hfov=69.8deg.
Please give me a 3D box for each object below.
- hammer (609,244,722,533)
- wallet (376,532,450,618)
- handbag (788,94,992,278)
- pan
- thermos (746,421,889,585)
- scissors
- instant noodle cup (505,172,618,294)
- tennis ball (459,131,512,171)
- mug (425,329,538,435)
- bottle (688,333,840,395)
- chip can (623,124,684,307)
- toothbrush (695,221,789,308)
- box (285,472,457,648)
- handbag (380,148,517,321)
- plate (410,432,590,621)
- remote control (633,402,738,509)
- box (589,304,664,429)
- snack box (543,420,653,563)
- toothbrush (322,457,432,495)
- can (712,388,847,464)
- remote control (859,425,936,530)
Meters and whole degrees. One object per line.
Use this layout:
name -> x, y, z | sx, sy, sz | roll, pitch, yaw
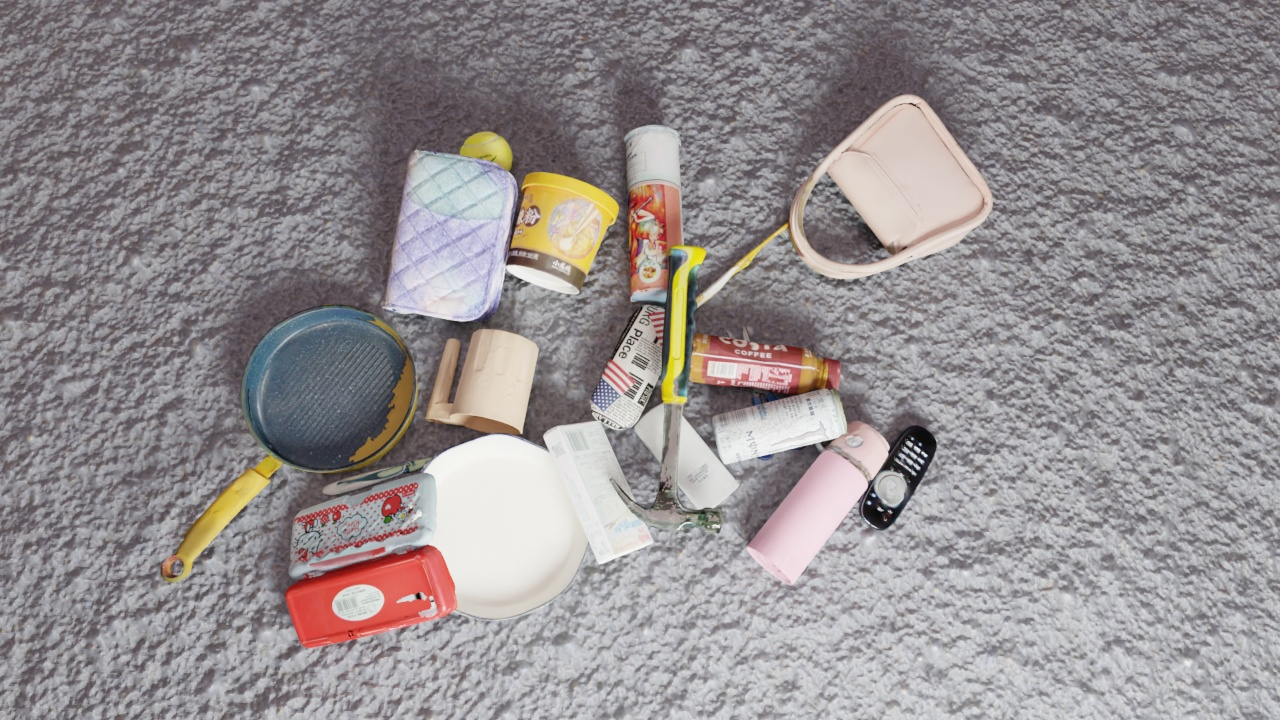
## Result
hammer -> 0.036, 0.027, 1.031 | 0.126, 0.032, 0.323 | 4, 80, 2
wallet -> -0.254, 0.223, 1.028 | 0.096, 0.020, 0.122 | 6, 73, -7
handbag -> 0.294, -0.197, 1.144 | 0.234, 0.093, 0.193 | -33, 79, -6
pan -> -0.397, 0.093, 1.025 | 0.198, 0.078, 0.356 | 32, 75, 6
thermos -> 0.199, 0.154, 1.052 | 0.087, 0.067, 0.198 | 30, 73, 35
scissors -> 0.155, 0.036, 1.106 | 0.133, 0.012, 0.172 | 11, 73, 2
instant noodle cup -> -0.099, -0.148, 1.094 | 0.118, 0.118, 0.114 | 18, 83, 2
tennis ball -> -0.192, -0.250, 1.139 | 0.065, 0.065, 0.065 | 1, 74, -3
mug -> -0.184, 0.025, 1.063 | 0.125, 0.084, 0.103 | 3, 71, 25
bottle -> 0.145, 0.008, 1.077 | 0.175, 0.057, 0.057 | 8, 74, 3
chip can -> 0.019, -0.176, 1.127 | 0.071, 0.071, 0.214 | -1, 75, -4
toothbrush -> 0.128, -0.117, 1.145 | 0.191, 0.016, 0.018 | -41, 89, -13
box -> -0.292, 0.214, 0.973 | 0.201, 0.058, 0.161 | -18, 76, 22
handbag -> -0.223, -0.142, 1.082 | 0.134, 0.075, 0.194 | 11, 90, 4
plate -> -0.158, 0.185, 1.022 | 0.205, 0.046, 0.204 | 2, 71, -7
remote control -> 0.052, 0.112, 1.074 | 0.056, 0.019, 0.135 | -38, 80, -12
box -> -0.007, 0.007, 1.091 | 0.069, 0.052, 0.164 | 23, 67, 14
snack box -> -0.046, 0.144, 1.028 | 0.027, 0.084, 0.156 | -32, 75, 28
toothbrush -> -0.271, 0.123, 1.055 | 0.191, 0.018, 0.016 | -16, 75, -8
can -> 0.158, 0.075, 1.050 | 0.147, 0.058, 0.058 | -14, 75, 6
remote control -> 0.300, 0.137, 1.077 | 0.053, 0.024, 0.136 | 37, 76, -4
